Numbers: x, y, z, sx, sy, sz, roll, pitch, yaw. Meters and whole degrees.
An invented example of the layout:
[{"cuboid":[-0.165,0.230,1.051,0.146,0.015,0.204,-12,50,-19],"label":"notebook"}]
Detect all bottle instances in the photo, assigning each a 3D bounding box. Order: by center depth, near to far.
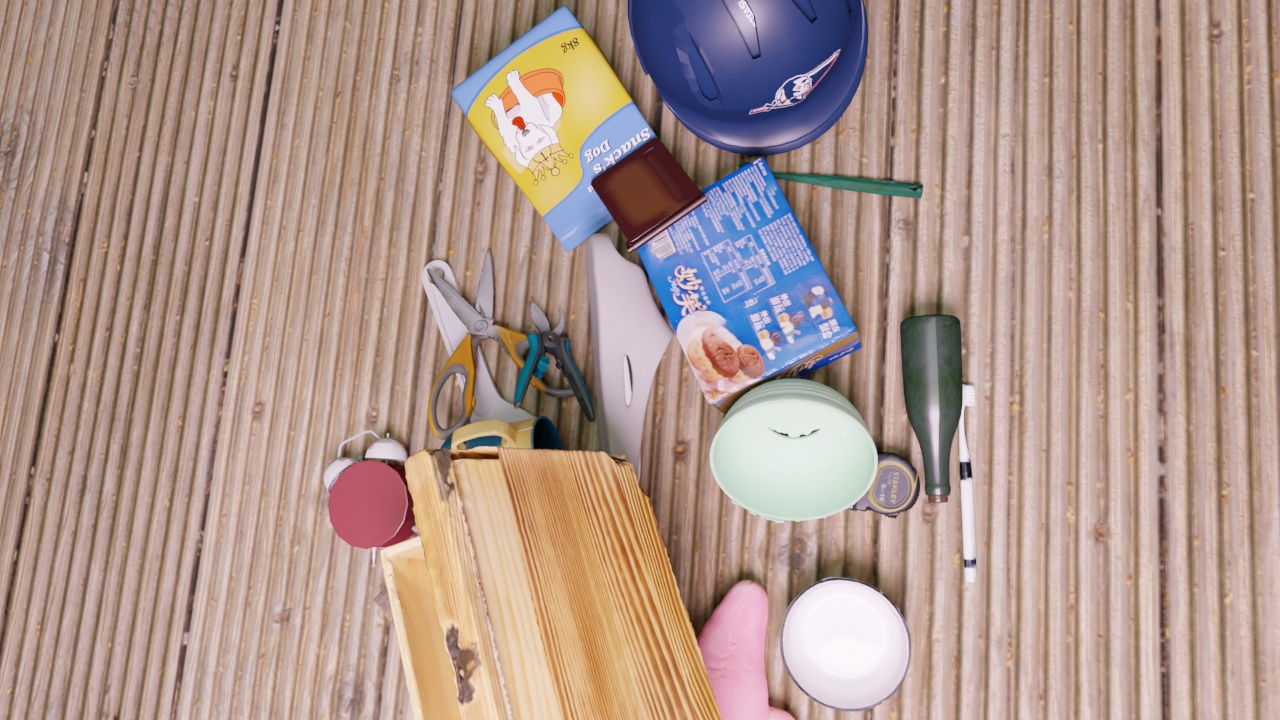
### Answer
[{"cuboid":[0.276,0.046,0.863,0.055,0.055,0.174,-2,81,13],"label":"bottle"}]

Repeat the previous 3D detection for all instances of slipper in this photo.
[{"cuboid":[-0.006,0.005,0.918,0.080,0.113,0.265,-4,84,-6],"label":"slipper"}]

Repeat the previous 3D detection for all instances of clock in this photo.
[{"cuboid":[-0.284,0.143,0.983,0.096,0.048,0.137,-25,75,8],"label":"clock"}]

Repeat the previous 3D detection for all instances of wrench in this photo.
[{"cuboid":[-0.174,0.006,0.998,0.087,0.018,0.273,-24,74,8],"label":"wrench"}]

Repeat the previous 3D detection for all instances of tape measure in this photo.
[{"cuboid":[0.234,0.118,0.871,0.061,0.034,0.061,11,84,18],"label":"tape measure"}]

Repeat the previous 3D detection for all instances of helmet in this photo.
[{"cuboid":[0.112,-0.337,0.910,0.232,0.223,0.272,-31,111,6],"label":"helmet"}]

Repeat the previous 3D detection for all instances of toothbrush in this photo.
[{"cuboid":[0.310,0.114,0.865,0.017,0.012,0.186,-1,80,10],"label":"toothbrush"},{"cuboid":[0.193,-0.186,0.944,0.190,0.017,0.016,10,83,15],"label":"toothbrush"}]

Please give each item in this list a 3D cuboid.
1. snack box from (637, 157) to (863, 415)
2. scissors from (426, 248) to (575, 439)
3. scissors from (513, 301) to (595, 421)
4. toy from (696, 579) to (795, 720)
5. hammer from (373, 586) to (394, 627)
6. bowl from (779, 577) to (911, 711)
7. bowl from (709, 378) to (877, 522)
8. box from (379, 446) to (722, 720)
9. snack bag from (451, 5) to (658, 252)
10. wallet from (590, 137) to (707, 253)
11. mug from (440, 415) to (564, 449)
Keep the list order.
[{"cuboid":[0.102,-0.072,0.905,0.155,0.069,0.202,-28,69,10],"label":"snack box"},{"cuboid":[-0.154,-0.018,0.983,0.216,0.016,0.224,6,69,2],"label":"scissors"},{"cuboid":[-0.087,0.007,0.945,0.124,0.153,0.019,36,134,-6],"label":"scissors"},{"cuboid":[0.062,0.316,0.851,0.192,0.097,0.236,21,73,11],"label":"toy"},{"cuboid":[-0.119,0.297,0.923,0.158,0.037,0.301,-45,74,2],"label":"hammer"},{"cuboid":[0.187,0.256,0.841,0.116,0.065,0.116,-2,79,13],"label":"bowl"},{"cuboid":[0.144,0.073,0.862,0.151,0.151,0.076,-2,36,13],"label":"bowl"},{"cuboid":[-0.073,0.221,0.692,0.284,0.323,0.279,-20,69,5],"label":"box"},{"cuboid":[-0.078,-0.244,0.985,0.159,0.102,0.205,-35,96,5],"label":"snack bag"},{"cuboid":[0.005,-0.169,0.930,0.091,0.018,0.115,-34,49,4],"label":"wallet"},{"cuboid":[-0.142,0.096,0.905,0.107,0.114,0.083,-12,52,16],"label":"mug"}]
